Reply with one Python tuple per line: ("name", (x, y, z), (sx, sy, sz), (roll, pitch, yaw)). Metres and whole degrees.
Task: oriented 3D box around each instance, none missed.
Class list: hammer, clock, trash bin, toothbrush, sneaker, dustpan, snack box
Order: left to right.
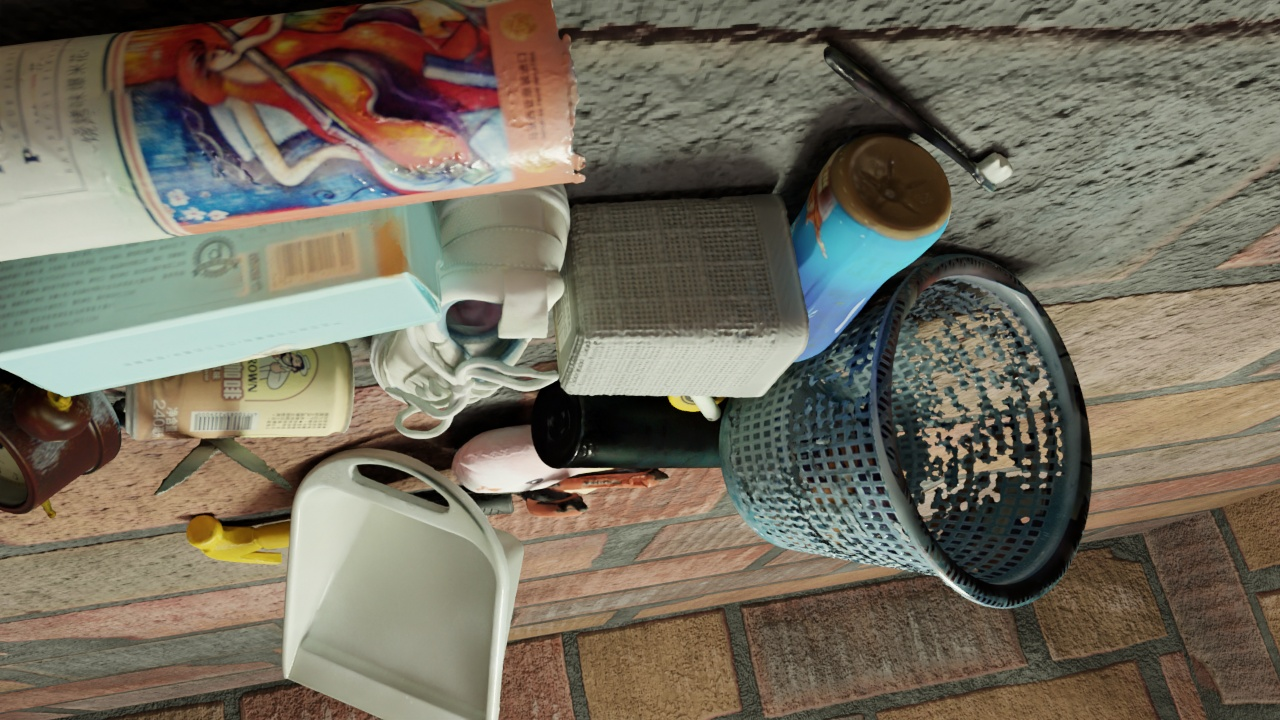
("clock", (-0.320, 0.027, 0.473), (0.082, 0.055, 0.122), (33, 130, 2))
("snack box", (-0.174, -0.042, 0.381), (0.175, 0.074, 0.052), (-11, 159, 1))
("hammer", (-0.278, 0.161, 0.915), (0.300, 0.032, 0.129), (-8, 160, -6))
("dustpan", (-0.214, 0.204, 0.788), (0.223, 0.257, 0.142), (17, 178, 12))
("sneaker", (-0.091, -0.007, 0.493), (0.089, 0.090, 0.243), (0, 158, -23))
("toothbrush", (0.027, 0.000, 0.622), (0.029, 0.020, 0.189), (14, 159, 27))
("trash bin", (0.170, 0.058, 0.657), (0.226, 0.226, 0.196), (5, 167, -36))
("toothbrush", (0.137, -0.113, 0.436), (0.018, 0.015, 0.180), (-34, 151, 34))

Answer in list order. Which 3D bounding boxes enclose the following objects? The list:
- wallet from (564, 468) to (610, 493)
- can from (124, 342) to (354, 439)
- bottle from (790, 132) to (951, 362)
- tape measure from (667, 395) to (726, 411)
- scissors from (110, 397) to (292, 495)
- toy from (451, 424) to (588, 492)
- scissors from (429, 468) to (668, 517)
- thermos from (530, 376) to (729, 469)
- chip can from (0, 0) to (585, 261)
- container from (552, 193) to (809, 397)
("wallet", (-0.064, 0.116, 0.918), (0.115, 0.024, 0.087), (-21, 158, 21))
("can", (-0.228, 0.015, 0.524), (0.116, 0.058, 0.059), (1, 156, -29))
("bottle", (0.096, -0.042, 0.528), (0.065, 0.065, 0.219), (-5, 158, -16))
("tape measure", (0.045, 0.012, 0.692), (0.057, 0.029, 0.060), (9, 137, -36))
("scissors", (-0.251, 0.044, 0.537), (0.159, 0.014, 0.180), (9, -169, 9))
("toy", (-0.081, 0.080, 0.777), (0.159, 0.054, 0.122), (-6, 168, -30))
("scissors", (-0.084, 0.116, 0.826), (0.188, 0.015, 0.227), (-10, -175, -23))
("thermos", (0.024, 0.062, 0.752), (0.242, 0.068, 0.090), (8, 147, -40))
("chip can", (-0.129, -0.080, 0.311), (0.214, 0.071, 0.071), (-9, 159, -6))
("container", (0.014, -0.031, 0.486), (0.114, 0.090, 0.090), (-2, 158, -14))
